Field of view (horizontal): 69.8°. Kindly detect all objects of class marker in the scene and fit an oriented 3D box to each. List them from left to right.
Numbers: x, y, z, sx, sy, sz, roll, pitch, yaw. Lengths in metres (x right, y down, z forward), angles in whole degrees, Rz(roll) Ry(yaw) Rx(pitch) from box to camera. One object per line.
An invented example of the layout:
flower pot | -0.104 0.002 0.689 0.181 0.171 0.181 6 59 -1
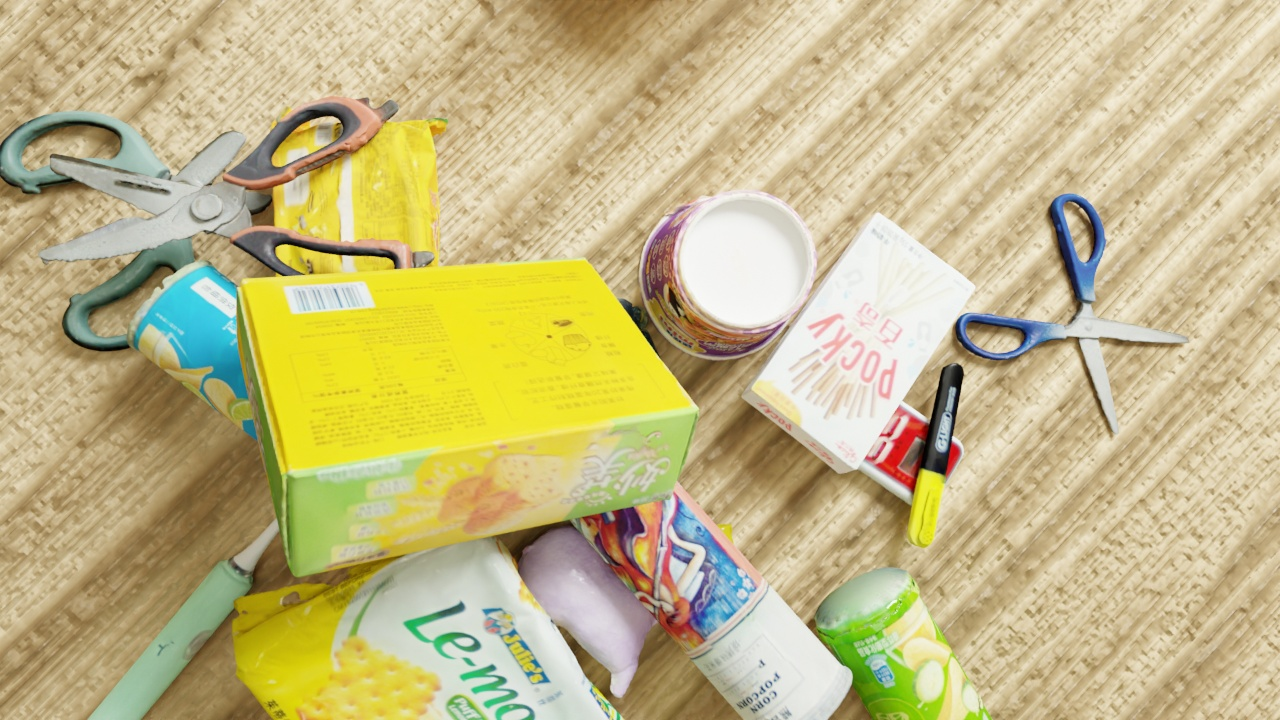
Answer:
marker | 0.196 0.062 0.606 0.018 0.015 0.124 13 87 -12

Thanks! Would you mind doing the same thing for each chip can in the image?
chip can | -0.206 0.030 0.567 0.210 0.071 0.071 38 86 -2
chip can | 0.032 0.135 0.571 0.071 0.071 0.214 -41 84 -4
chip can | 0.193 0.241 0.593 0.072 0.072 0.221 -30 91 -5

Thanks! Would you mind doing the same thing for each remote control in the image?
remote control | 0.152 0.044 0.620 0.136 0.020 0.056 35 87 -3

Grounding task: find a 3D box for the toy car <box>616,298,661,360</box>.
toy car | -0.004 0.004 0.599 0.034 0.042 0.090 -21 96 29

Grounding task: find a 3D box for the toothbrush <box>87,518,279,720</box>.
toothbrush | -0.275 0.159 0.581 0.027 0.026 0.224 38 86 19

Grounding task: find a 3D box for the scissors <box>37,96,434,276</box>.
scissors | -0.230 -0.091 0.541 0.226 0.015 0.189 -41 88 -12

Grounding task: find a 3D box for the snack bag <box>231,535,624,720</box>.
snack bag | -0.110 0.204 0.546 0.158 0.068 0.246 -29 108 -1

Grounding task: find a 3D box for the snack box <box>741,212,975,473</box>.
snack box | 0.144 -0.013 0.601 0.084 0.027 0.156 37 74 -1

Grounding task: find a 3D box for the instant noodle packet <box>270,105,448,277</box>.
instant noodle packet | -0.179 -0.096 0.585 0.111 0.044 0.128 0 86 -3

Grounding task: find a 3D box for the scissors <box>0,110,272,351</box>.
scissors | -0.335 -0.102 0.585 0.181 0.019 0.170 39 88 -2

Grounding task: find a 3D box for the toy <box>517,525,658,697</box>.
toy | -0.030 0.151 0.594 0.108 0.039 0.083 39 68 -2

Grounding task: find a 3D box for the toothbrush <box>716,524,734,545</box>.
toothbrush | 0.071 0.203 0.613 0.016 0.016 0.190 -9 89 -9

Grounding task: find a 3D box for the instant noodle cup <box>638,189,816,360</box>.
instant noodle cup | 0.056 -0.056 0.575 0.111 0.099 0.111 0 90 -3

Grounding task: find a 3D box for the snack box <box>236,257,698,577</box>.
snack box | -0.097 0.018 0.499 0.209 0.157 0.070 -7 131 -28

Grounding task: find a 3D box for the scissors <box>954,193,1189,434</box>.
scissors | 0.299 -0.028 0.637 0.162 0.012 0.173 -15 91 -6
